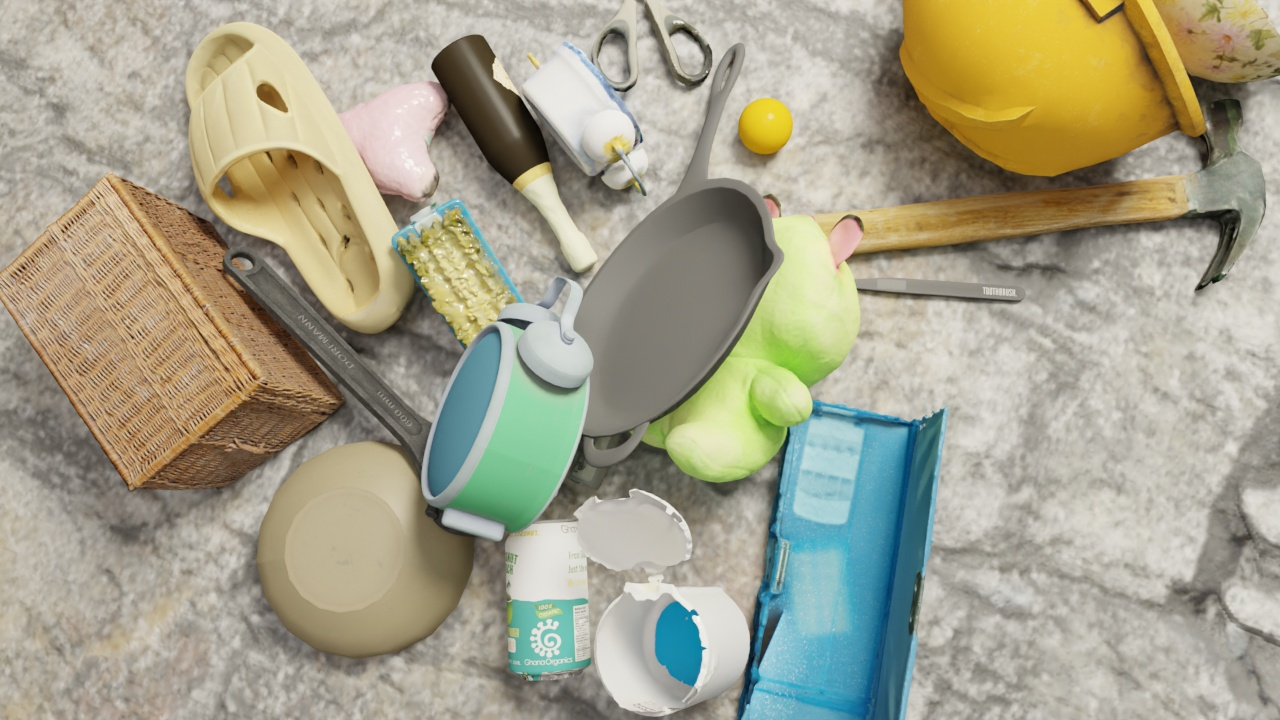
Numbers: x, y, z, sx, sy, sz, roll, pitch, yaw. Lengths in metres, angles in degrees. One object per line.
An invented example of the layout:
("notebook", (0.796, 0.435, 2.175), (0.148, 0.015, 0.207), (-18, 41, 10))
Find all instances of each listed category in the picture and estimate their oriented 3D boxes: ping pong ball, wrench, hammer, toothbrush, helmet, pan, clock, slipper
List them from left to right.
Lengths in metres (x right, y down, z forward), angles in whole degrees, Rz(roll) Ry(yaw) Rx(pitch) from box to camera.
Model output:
("slipper", (-0.256, -0.131, 0.647), (0.112, 0.079, 0.261), (-39, 83, 28))
("wrench", (-0.189, 0.019, 0.635), (0.273, 0.018, 0.072), (44, 44, 2))
("clock", (-0.074, 0.025, 0.574), (0.075, 0.122, 0.162), (23, 97, -24))
("clock", (-0.033, -0.167, 0.654), (0.052, 0.089, 0.125), (-39, 74, 1))
("toothbrush", (-0.004, 0.004, 0.658), (0.024, 0.022, 0.185), (24, 83, -12))
("pan", (0.032, -0.085, 0.626), (0.024, 0.217, 0.353), (34, 59, -31))
("ping pong ball", (0.092, -0.172, 0.674), (0.040, 0.040, 0.040), (0, 80, 2))
("toothbrush", (0.194, -0.053, 0.664), (0.167, 0.013, 0.012), (4, 80, 1))
("helmet", (0.245, -0.217, 0.615), (0.132, 0.205, 0.255), (-33, 52, 25))
("hammer", (0.275, -0.103, 0.660), (0.330, 0.033, 0.132), (-6, 81, 2))

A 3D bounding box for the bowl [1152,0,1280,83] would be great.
("bowl", (0.382, -0.239, 0.645), (0.063, 0.144, 0.145), (-41, 79, 32))

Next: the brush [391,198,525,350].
("brush", (-0.116, -0.044, 0.647), (0.055, 0.075, 0.136), (-31, 112, -2))

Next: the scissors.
("scissors", (0.008, -0.275, 0.709), (0.150, 0.013, 0.164), (26, 71, 1))

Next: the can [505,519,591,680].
("can", (-0.062, 0.159, 0.617), (0.055, 0.055, 0.101), (-3, 80, 2))

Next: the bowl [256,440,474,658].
("bowl", (-0.194, 0.129, 0.631), (0.152, 0.050, 0.152), (0, 80, 3))

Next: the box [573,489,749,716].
("box", (0.013, 0.148, 0.568), (0.084, 0.146, 0.136), (-2, 79, 21))

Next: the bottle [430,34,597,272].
("bottle", (-0.086, -0.146, 0.671), (0.045, 0.045, 0.184), (-31, 92, -3))

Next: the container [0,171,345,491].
("container", (-0.320, -0.012, 0.630), (0.113, 0.114, 0.198), (-39, 79, 0))

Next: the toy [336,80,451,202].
("toy", (-0.191, -0.163, 0.679), (0.096, 0.053, 0.099), (1, 71, 9))

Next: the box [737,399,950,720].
("box", (0.127, 0.138, 0.583), (0.094, 0.112, 0.231), (12, 81, 4))

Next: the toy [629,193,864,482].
("toy", (0.077, -0.010, 0.611), (0.196, 0.150, 0.107), (-49, 119, -7))
